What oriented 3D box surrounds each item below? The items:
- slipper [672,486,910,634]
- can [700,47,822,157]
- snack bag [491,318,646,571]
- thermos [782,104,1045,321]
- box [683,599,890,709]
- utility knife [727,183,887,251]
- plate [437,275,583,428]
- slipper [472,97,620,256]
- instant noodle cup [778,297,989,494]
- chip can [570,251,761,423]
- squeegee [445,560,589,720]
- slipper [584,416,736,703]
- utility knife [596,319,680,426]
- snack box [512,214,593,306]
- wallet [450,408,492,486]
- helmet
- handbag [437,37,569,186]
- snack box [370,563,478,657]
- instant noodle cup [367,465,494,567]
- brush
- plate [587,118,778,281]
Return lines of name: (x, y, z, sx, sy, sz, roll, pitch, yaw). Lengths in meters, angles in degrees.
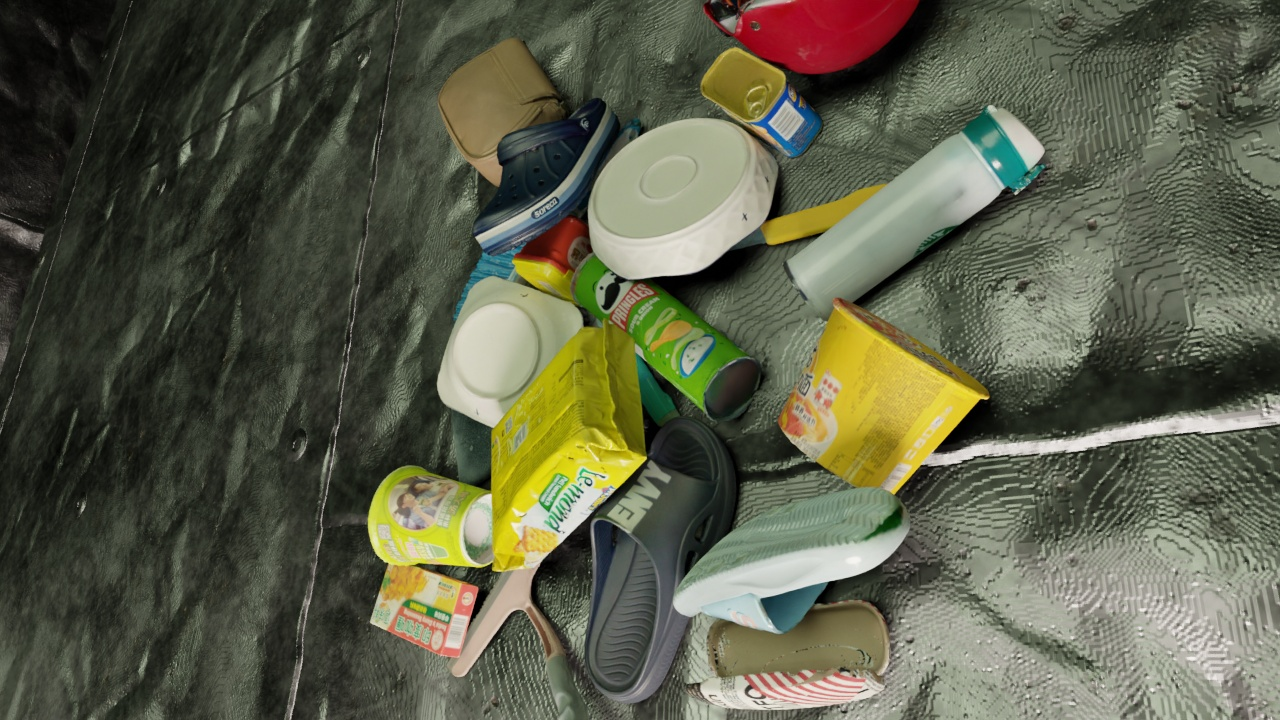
slipper: (0.120, 0.162, 0.718, 0.074, 0.103, 0.246, 53, 143, -2)
can: (0.122, -0.255, 0.915, 0.057, 0.083, 0.102, -53, 48, 10)
snack bag: (-0.083, 0.083, 0.891, 0.247, 0.068, 0.157, -48, 34, 37)
thermos: (0.232, -0.123, 0.782, 0.225, 0.073, 0.073, -38, 52, 21)
box: (0.113, 0.232, 0.726, 0.163, 0.075, 0.086, -21, 48, 32)
utility knife: (0.162, -0.134, 0.876, 0.202, 0.015, 0.033, -10, 66, 36)
plate: (-0.155, -0.007, 1.027, 0.164, 0.034, 0.163, 19, 89, 24)
slipper: (-0.102, -0.217, 0.992, 0.105, 0.095, 0.252, -19, 31, 45)
instant noodle cup: (0.182, 0.032, 0.719, 0.138, 0.138, 0.110, 45, 111, 41)
chip can: (0.021, -0.030, 0.912, 0.072, 0.072, 0.236, -55, 48, 7)
squeegee: (-0.087, 0.283, 0.876, 0.248, 0.040, 0.249, -57, 32, 10)
slipper: (0.005, 0.177, 0.833, 0.111, 0.083, 0.268, 14, 82, 40)
utility knife: (-0.006, 0.006, 0.958, 0.029, 0.013, 0.182, -43, 51, 13)
snack box: (-0.084, -0.114, 1.023, 0.082, 0.091, 0.080, 13, 74, 44)
wallet: (-0.182, 0.081, 1.070, 0.097, 0.019, 0.120, -33, 52, 26)
helmet: (0.175, -0.370, 0.884, 0.207, 0.144, 0.240, -45, 36, 12)
handbag: (-0.172, -0.316, 1.179, 0.148, 0.099, 0.204, -38, 51, 11)
snack box: (-0.243, 0.273, 1.023, 0.156, 0.027, 0.077, 1, 72, 46)
instant noodle cup: (-0.213, 0.177, 1.001, 0.124, 0.111, 0.111, 3, 74, 32)
brush: (-0.109, -0.158, 1.091, 0.109, 0.060, 0.314, 25, 87, 37)
plate: (0.035, -0.172, 0.934, 0.205, 0.045, 0.204, -15, 48, 17)
